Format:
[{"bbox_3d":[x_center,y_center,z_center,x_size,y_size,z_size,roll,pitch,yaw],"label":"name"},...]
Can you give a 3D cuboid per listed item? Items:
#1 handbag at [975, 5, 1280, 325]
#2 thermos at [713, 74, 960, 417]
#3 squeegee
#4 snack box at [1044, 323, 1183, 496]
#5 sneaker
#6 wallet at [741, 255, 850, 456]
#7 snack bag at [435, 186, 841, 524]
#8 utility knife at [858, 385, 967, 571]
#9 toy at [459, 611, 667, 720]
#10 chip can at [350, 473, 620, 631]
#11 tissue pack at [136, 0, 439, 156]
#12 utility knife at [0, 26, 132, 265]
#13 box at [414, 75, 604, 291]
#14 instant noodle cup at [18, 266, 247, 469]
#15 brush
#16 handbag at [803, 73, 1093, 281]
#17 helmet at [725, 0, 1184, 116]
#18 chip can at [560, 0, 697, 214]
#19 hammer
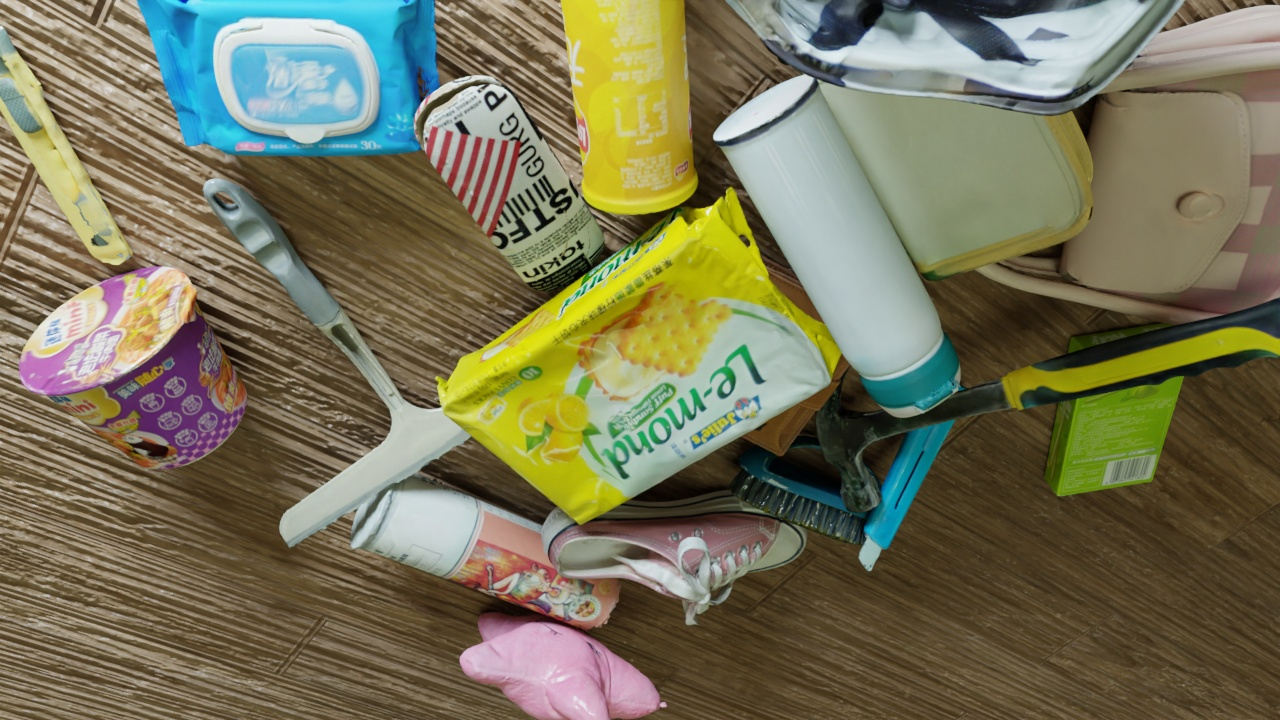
[{"bbox_3d":[0.316,-0.116,0.599,0.234,0.093,0.194,-1,128,8],"label":"handbag"},{"bbox_3d":[0.129,-0.061,0.569,0.073,0.073,0.224,-29,113,14],"label":"thermos"},{"bbox_3d":[-0.209,-0.023,0.623,0.246,0.039,0.247,-32,123,-1],"label":"squeegee"},{"bbox_3d":[0.386,0.042,0.747,0.086,0.026,0.156,-10,127,0],"label":"snack box"},{"bbox_3d":[0.040,0.161,0.740,0.240,0.087,0.118,6,126,-28],"label":"sneaker"},{"bbox_3d":[0.098,0.001,0.671,0.119,0.035,0.131,29,120,-4],"label":"wallet"},{"bbox_3d":[-0.004,0.004,0.617,0.247,0.068,0.158,-32,125,19],"label":"snack bag"},{"bbox_3d":[0.212,0.092,0.729,0.034,0.018,0.166,21,97,-21],"label":"utility knife"},{"bbox_3d":[-0.063,0.265,0.787,0.178,0.195,0.074,22,85,0],"label":"toy"},{"bbox_3d":[-0.120,0.154,0.745,0.214,0.071,0.071,27,119,-25],"label":"chip can"},{"bbox_3d":[-0.191,-0.162,0.513,0.157,0.052,0.095,-1,126,-6],"label":"tissue pack"},{"bbox_3d":[-0.350,-0.123,0.551,0.031,0.018,0.152,-8,131,6],"label":"utility knife"},{"bbox_3d":[-0.072,-0.098,0.553,0.074,0.064,0.164,-14,147,19],"label":"box"},{"bbox_3d":[-0.320,0.012,0.599,0.111,0.111,0.099,-14,133,4],"label":"instant noodle cup"},{"bbox_3d":[0.144,0.100,0.748,0.143,0.055,0.073,21,100,-21],"label":"brush"},{"bbox_3d":[0.166,-0.129,0.566,0.179,0.063,0.163,-21,114,42],"label":"handbag"},{"bbox_3d":[0.124,-0.239,0.385,0.258,0.145,0.230,14,122,-8],"label":"helmet"},{"bbox_3d":[-0.009,-0.189,0.502,0.072,0.072,0.214,-7,127,-1],"label":"chip can"},{"bbox_3d":[0.278,0.015,0.643,0.324,0.031,0.126,-18,100,26],"label":"hammer"}]
